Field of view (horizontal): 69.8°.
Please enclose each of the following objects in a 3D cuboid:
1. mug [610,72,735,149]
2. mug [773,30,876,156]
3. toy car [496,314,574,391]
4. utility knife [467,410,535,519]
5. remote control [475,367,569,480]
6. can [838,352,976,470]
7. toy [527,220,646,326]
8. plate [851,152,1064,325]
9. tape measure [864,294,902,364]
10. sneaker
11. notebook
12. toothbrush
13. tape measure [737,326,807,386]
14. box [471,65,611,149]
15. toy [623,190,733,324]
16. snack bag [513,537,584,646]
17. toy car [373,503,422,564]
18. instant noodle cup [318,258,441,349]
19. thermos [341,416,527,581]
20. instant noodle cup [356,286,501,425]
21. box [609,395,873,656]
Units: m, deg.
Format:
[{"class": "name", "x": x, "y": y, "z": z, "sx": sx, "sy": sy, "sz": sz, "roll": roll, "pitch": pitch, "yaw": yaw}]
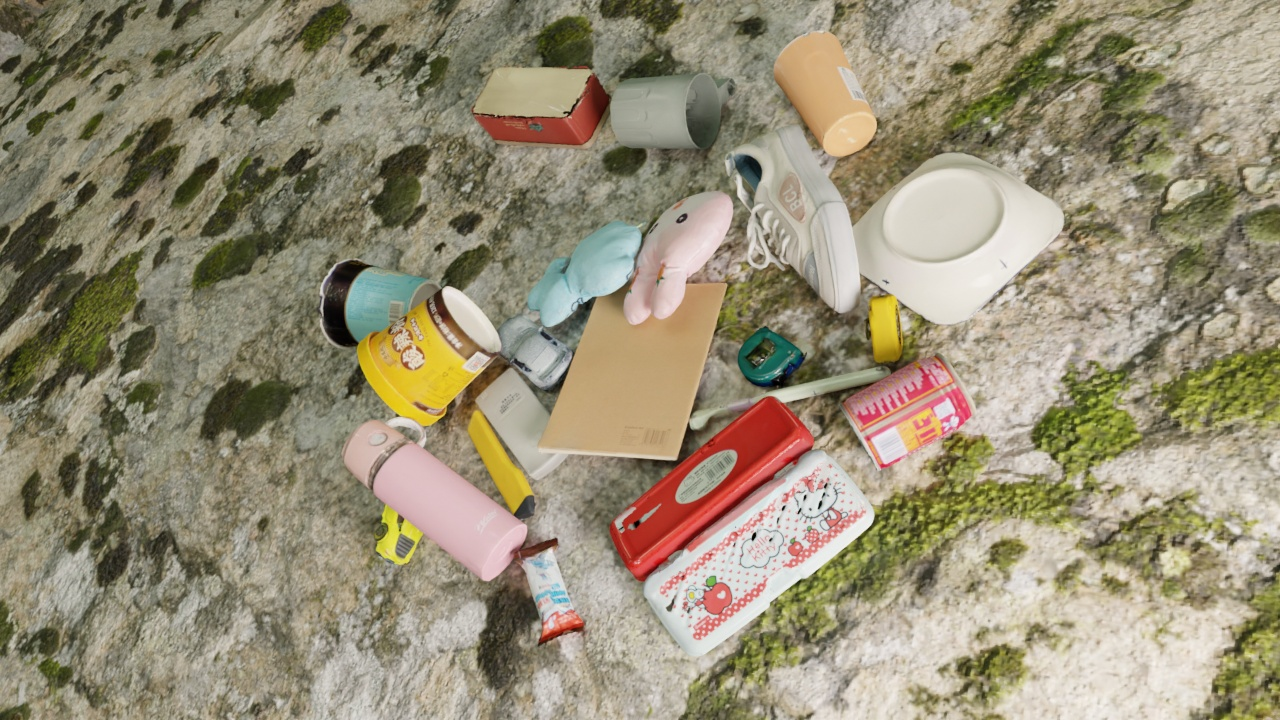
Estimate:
[{"class": "mug", "x": 0.039, "y": -0.296, "z": 1.069, "sx": 0.103, "sy": 0.084, "sz": 0.123, "roll": 8, "pitch": 39, "yaw": 32}, {"class": "mug", "x": 0.199, "y": -0.279, "z": 0.971, "sx": 0.078, "sy": 0.078, "sz": 0.122, "roll": -27, "pitch": 58, "yaw": 11}, {"class": "toy car", "x": -0.119, "y": -0.012, "z": 0.999, "sx": 0.054, "sy": 0.037, "sz": 0.121, "roll": -50, "pitch": 48, "yaw": -6}, {"class": "utility knife", "x": -0.144, "y": 0.107, "z": 0.948, "sx": 0.033, "sy": 0.015, "sz": 0.153, "roll": -52, "pitch": 49, "yaw": 17}, {"class": "remote control", "x": -0.122, "y": 0.065, "z": 0.962, "sx": 0.056, "sy": 0.019, "sz": 0.135, "roll": -43, "pitch": 51, "yaw": -2}, {"class": "can", "x": 0.222, "y": 0.042, "z": 0.765, "sx": 0.094, "sy": 0.066, "sz": 0.066, "roll": -31, "pitch": 52, "yaw": 8}, {"class": "toy", "x": -0.057, "y": -0.098, "z": 0.993, "sx": 0.156, "sy": 0.050, "sz": 0.161, "roll": -52, "pitch": 31, "yaw": 4}, {"class": "plate", "x": 0.285, "y": -0.126, "z": 0.856, "sx": 0.164, "sy": 0.034, "sz": 0.163, "roll": -43, "pitch": 51, "yaw": -2}, {"class": "tape measure", "x": 0.216, "y": -0.030, "z": 0.818, "sx": 0.029, "sy": 0.057, "sz": 0.060, "roll": -6, "pitch": 99, "yaw": 22}, {"class": "sneaker", "x": 0.143, "y": -0.140, "z": 0.899, "sx": 0.091, "sy": 0.090, "sz": 0.241, "roll": -14, "pitch": 51, "yaw": 1}, {"class": "notebook", "x": -0.005, "y": 0.005, "z": 0.926, "sx": 0.150, "sy": 0.012, "sz": 0.211, "roll": 1, "pitch": 54, "yaw": 27}, {"class": "toothbrush", "x": 0.136, "y": 0.034, "z": 0.847, "sx": 0.190, "sy": 0.020, "sz": 0.029, "roll": -16, "pitch": 23, "yaw": 17}, {"class": "tape measure", "x": 0.120, "y": -0.002, "z": 0.873, "sx": 0.054, "sy": 0.025, "sz": 0.058, "roll": -47, "pitch": 51, "yaw": -6}, {"class": "box", "x": -0.130, "y": -0.330, "z": 1.169, "sx": 0.168, "sy": 0.077, "sz": 0.091, "roll": 12, "pitch": 69, "yaw": 32}, {"class": "toy", "x": 0.036, "y": -0.108, "z": 0.944, "sx": 0.122, "sy": 0.054, "sz": 0.159, "roll": -11, "pitch": 48, "yaw": 55}, {"class": "snack bag", "x": -0.086, "y": 0.213, "z": 0.850, "sx": 0.048, "sy": 0.026, "sz": 0.104, "roll": -21, "pitch": 53, "yaw": 0}, {"class": "toy car", "x": -0.242, "y": 0.158, "z": 0.951, "sx": 0.032, "sy": 0.048, "sz": 0.105, "roll": -5, "pitch": 59, "yaw": 24}, {"class": "instant noodle cup", "x": -0.297, "y": -0.062, "z": 1.086, "sx": 0.121, "sy": 0.111, "sz": 0.111, "roll": 7, "pitch": 65, "yaw": 22}, {"class": "thermos", "x": -0.200, "y": 0.127, "z": 0.906, "sx": 0.198, "sy": 0.067, "sz": 0.087, "roll": 33, "pitch": 47, "yaw": 20}, {"class": "instant noodle cup", "x": -0.222, "y": -0.009, "z": 0.989, "sx": 0.114, "sy": 0.118, "sz": 0.118, "roll": -37, "pitch": 51, "yaw": 11}, {"class": "box", "x": 0.079, "y": 0.137, "z": 0.792, "sx": 0.201, "sy": 0.065, "sz": 0.159, "roll": -39, "pitch": 55, "yaw": 3}]
